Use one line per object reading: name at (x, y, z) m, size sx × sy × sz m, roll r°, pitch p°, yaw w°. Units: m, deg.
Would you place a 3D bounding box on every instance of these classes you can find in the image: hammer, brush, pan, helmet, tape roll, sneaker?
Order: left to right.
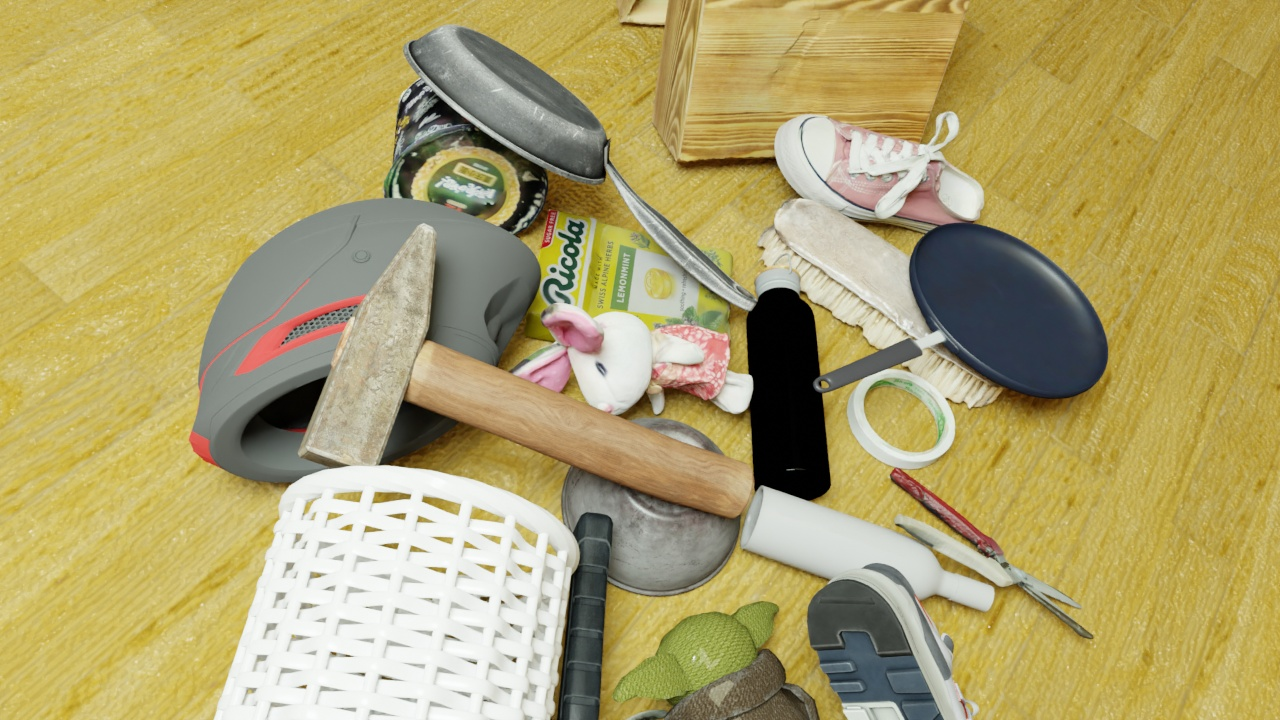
helmet at (-0.200, -0.031, 0.677) m, size 0.264 × 0.164 × 0.169 m, roll -17°, pitch 58°, yaw -13°
hammer at (-0.050, 0.037, 0.610) m, size 0.300 × 0.037 × 0.157 m, roll 24°, pitch 68°, yaw -21°
hammer at (-0.041, 0.253, 0.559) m, size 0.025 × 0.118 × 0.332 m, roll 9°, pitch 57°, yaw -10°
pan at (-0.034, -0.159, 0.758) m, size 0.357 × 0.055 × 0.187 m, roll 33°, pitch 21°, yaw -11°
brush at (0.232, -0.057, 0.858) m, size 0.271 × 0.057 × 0.083 m, roll 36°, pitch 53°, yaw 9°
sneaker at (0.248, -0.184, 0.893) m, size 0.240 × 0.088 × 0.118 m, roll 13°, pitch 76°, yaw -21°
tape roll at (0.231, 0.051, 0.814) m, size 0.093 × 0.018 × 0.093 m, roll 6°, pitch 57°, yaw -10°
sneaker at (0.196, 0.243, 0.639) m, size 0.124 × 0.089 × 0.240 m, roll -25°, pitch 95°, yaw -63°
pan at (0.271, -0.026, 0.792) m, size 0.355 × 0.021 × 0.198 m, roll -19°, pitch 63°, yaw -34°

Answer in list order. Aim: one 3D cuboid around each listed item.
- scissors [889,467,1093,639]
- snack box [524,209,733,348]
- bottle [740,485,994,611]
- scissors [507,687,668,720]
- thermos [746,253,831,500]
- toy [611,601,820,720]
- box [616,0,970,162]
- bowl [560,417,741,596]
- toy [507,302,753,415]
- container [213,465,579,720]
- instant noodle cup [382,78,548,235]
scissors at (0.269, 0.151, 0.737) m, size 0.179 × 0.015 × 0.194 m, roll 13°, pitch 29°, yaw -43°
snack box at (-0.005, -0.062, 0.814) m, size 0.181 × 0.045 × 0.121 m, roll 12°, pitch 57°, yaw -5°
bottle at (0.179, 0.154, 0.715) m, size 0.195 × 0.053 × 0.052 m, roll 19°, pitch 56°, yaw -1°
scissors at (-0.035, 0.271, 0.615) m, size 0.157 × 0.013 × 0.168 m, roll -9°, pitch 61°, yaw -21°
thermos at (0.123, 0.004, 0.792) m, size 0.061 × 0.061 × 0.230 m, roll 7°, pitch 57°, yaw -9°
toy at (0.066, 0.243, 0.612) m, size 0.179 × 0.078 × 0.152 m, roll -9°, pitch 60°, yaw -49°
box at (0.146, -0.386, 0.936) m, size 0.279 × 0.270 × 0.263 m, roll -5°, pitch 45°, yaw -16°
bowl at (0.015, 0.100, 0.703) m, size 0.145 × 0.067 × 0.144 m, roll 6°, pitch 57°, yaw -9°
toy at (-0.004, 0.004, 0.723) m, size 0.194 × 0.160 × 0.084 m, roll 10°, pitch 62°, yaw -24°
container at (-0.142, 0.186, 0.539) m, size 0.189 × 0.190 × 0.186 m, roll 11°, pitch 58°, yaw -6°
instant noodle cup at (-0.158, -0.184, 0.814) m, size 0.137 × 0.138 × 0.112 m, roll -4°, pitch 51°, yaw -16°
